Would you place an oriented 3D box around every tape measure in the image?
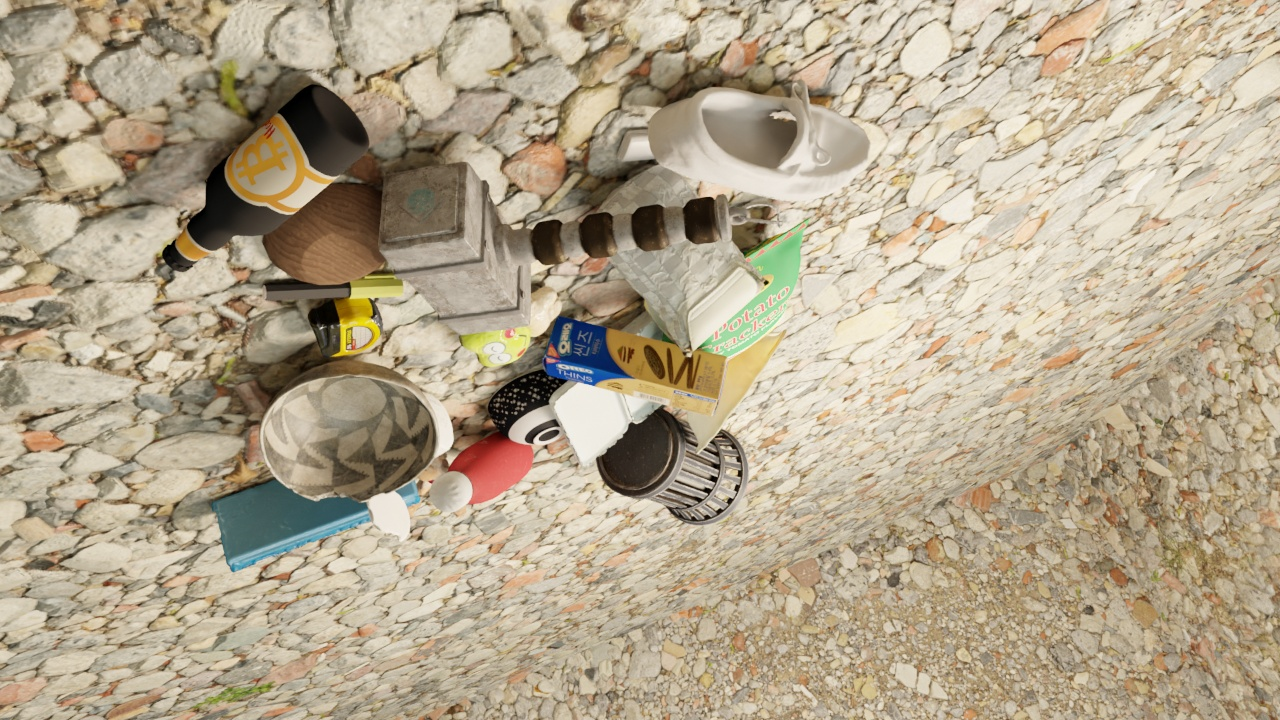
[{"bbox_3d":[-0.280,-0.035,0.875,0.064,0.037,0.066,-17,156,-16],"label":"tape measure"}]

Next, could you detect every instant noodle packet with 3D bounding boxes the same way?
[{"bbox_3d":[0.105,-0.058,1.112,0.195,0.090,0.253,-32,161,-14],"label":"instant noodle packet"}]

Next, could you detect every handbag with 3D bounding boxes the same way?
[{"bbox_3d":[0.029,-0.106,0.913,0.112,0.171,0.123,-42,-163,-9],"label":"handbag"}]

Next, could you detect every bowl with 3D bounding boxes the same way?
[{"bbox_3d":[-0.129,0.070,1.181,0.120,0.066,0.120,-21,154,-11],"label":"bowl"},{"bbox_3d":[0.118,0.029,1.280,0.220,0.060,0.188,-55,178,22],"label":"bowl"},{"bbox_3d":[-0.306,0.061,0.971,0.178,0.081,0.179,-9,131,-11],"label":"bowl"},{"bbox_3d":[-0.257,-0.099,0.781,0.117,0.030,0.118,-21,154,-11],"label":"bowl"}]

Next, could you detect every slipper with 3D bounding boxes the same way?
[{"bbox_3d":[0.124,-0.209,0.857,0.246,0.112,0.075,-2,-174,-35],"label":"slipper"}]

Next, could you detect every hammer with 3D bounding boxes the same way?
[{"bbox_3d":[-0.043,-0.106,0.783,0.326,0.079,0.177,-7,157,10],"label":"hammer"}]

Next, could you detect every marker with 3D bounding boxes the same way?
[{"bbox_3d":[-0.279,-0.067,0.839,0.123,0.017,0.021,-6,115,-33],"label":"marker"}]

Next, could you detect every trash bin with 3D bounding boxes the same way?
[{"bbox_3d":[0.046,0.157,1.410,0.164,0.164,0.227,-34,150,17],"label":"trash bin"}]

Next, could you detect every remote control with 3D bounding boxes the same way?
[{"bbox_3d":[0.040,-0.206,0.872,0.130,0.012,0.033,-11,151,-28],"label":"remote control"}]

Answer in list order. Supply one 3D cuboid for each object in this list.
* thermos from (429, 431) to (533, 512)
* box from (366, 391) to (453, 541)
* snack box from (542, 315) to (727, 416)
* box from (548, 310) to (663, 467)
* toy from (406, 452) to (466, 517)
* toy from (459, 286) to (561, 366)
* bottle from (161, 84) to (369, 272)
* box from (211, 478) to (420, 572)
[{"bbox_3d":[-0.200,0.140,1.144,0.073,0.073,0.239,-32,179,12],"label":"thermos"},{"bbox_3d":[-0.264,0.120,1.057,0.106,0.150,0.080,-30,153,15],"label":"box"},{"bbox_3d":[-0.006,0.006,1.057,0.207,0.056,0.057,14,157,3],"label":"snack box"},{"bbox_3d":[-0.028,0.040,1.189,0.188,0.037,0.209,-38,151,-10],"label":"box"},{"bbox_3d":[-0.267,0.149,1.195,0.085,0.074,0.106,6,123,7],"label":"toy"},{"bbox_3d":[-0.137,-0.039,0.994,0.115,0.046,0.092,-33,152,-2],"label":"toy"},{"bbox_3d":[-0.284,-0.124,0.674,0.182,0.059,0.059,-34,154,17],"label":"bottle"},{"bbox_3d":[-0.389,0.175,1.115,0.231,0.093,0.053,-20,154,-14],"label":"box"}]
